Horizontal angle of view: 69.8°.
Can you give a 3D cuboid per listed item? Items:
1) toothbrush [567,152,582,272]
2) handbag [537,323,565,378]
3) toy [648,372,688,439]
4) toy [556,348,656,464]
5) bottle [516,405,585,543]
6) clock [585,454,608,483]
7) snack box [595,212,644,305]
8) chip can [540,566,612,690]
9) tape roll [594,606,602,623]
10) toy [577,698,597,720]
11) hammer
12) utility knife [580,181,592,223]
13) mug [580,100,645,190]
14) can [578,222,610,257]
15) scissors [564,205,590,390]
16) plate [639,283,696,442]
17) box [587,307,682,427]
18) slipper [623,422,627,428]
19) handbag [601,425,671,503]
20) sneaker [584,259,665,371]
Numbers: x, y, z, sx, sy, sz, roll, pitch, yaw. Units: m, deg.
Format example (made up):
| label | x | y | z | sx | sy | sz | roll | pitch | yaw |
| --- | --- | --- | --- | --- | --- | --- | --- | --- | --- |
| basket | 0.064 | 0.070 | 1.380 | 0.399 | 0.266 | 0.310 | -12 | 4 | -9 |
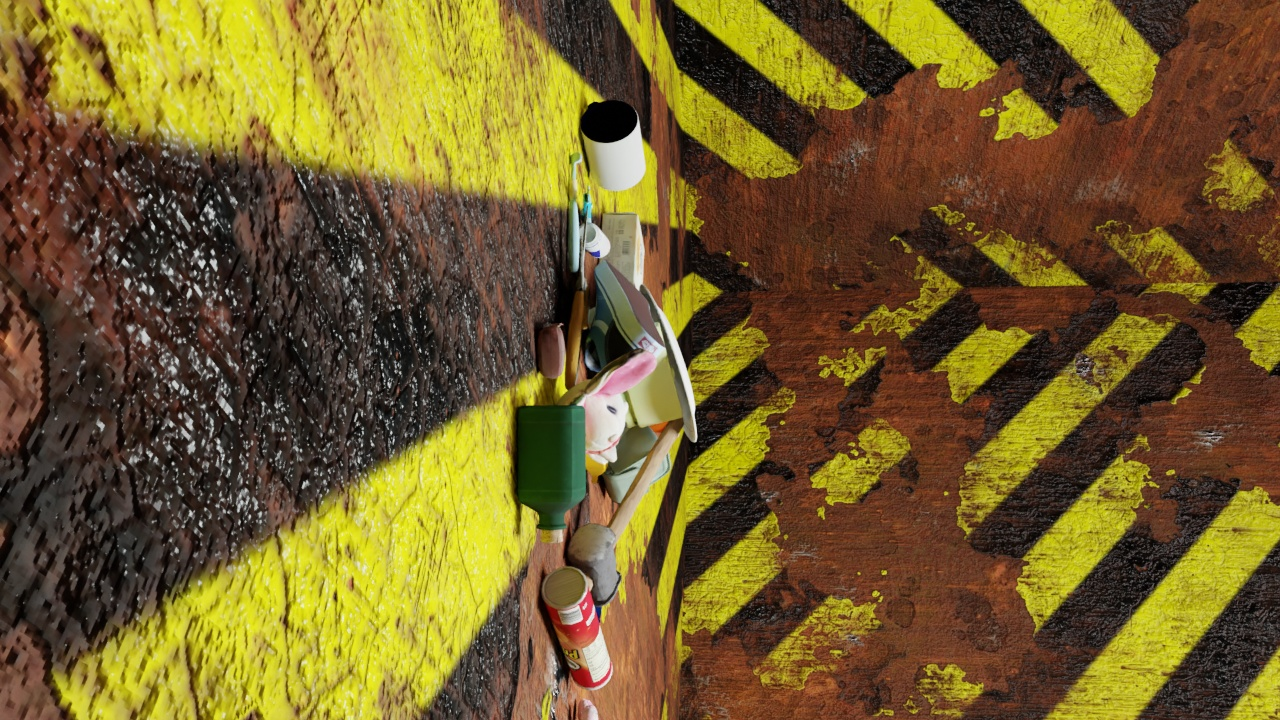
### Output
| label | x | y | z | sx | sy | sz | roll | pitch | yaw |
| --- | --- | --- | --- | --- | --- | --- | --- | --- | --- |
| toothbrush | -0.082 | -0.184 | 1.141 | 0.022 | 0.016 | 0.155 | -17 | -111 | 57 |
| handbag | -0.092 | -0.020 | 1.013 | 0.119 | 0.029 | 0.055 | -85 | 175 | -76 |
| toy | 0.026 | 0.053 | 1.632 | 0.092 | 0.164 | 0.173 | -29 | 130 | -31 |
| toy | -0.054 | 0.068 | 1.040 | 0.084 | 0.158 | 0.194 | 46 | -19 | 17 |
| bottle | -0.085 | 0.109 | 0.884 | 0.061 | 0.061 | 0.131 | 17 | 73 | -81 |
| clock | -0.055 | 0.096 | 1.251 | 0.099 | 0.044 | 0.130 | -73 | 168 | -69 |
| snack box | -0.031 | -0.111 | 1.402 | 0.104 | 0.057 | 0.207 | 78 | 14 | -62 |
| chip can | -0.070 | 0.309 | 1.047 | 0.215 | 0.052 | 0.051 | 82 | 10 | -48 |
| tape roll | -0.057 | 0.300 | 1.232 | 0.091 | 0.016 | 0.093 | 140 | -43 | -87 |
| toy | -0.062 | 0.477 | 1.133 | 0.063 | 0.047 | 0.110 | 107 | -20 | -84 |
| hammer | -0.008 | 0.179 | 1.225 | 0.327 | 0.052 | 0.098 | -57 | 150 | -45 |
| utility knife | -0.067 | -0.195 | 1.148 | 0.162 | 0.015 | 0.022 | 130 | -46 | -84 |
| mug | -0.044 | -0.307 | 1.270 | 0.112 | 0.078 | 0.097 | 61 | -8 | 29 |
| can | -0.063 | -0.160 | 1.227 | 0.095 | 0.032 | 0.032 | 22 | 67 | -83 |
| scissors | -0.072 | -0.070 | 1.104 | 0.230 | 0.016 | 0.225 | 98 | -3 | -81 |
| plate | 0.045 | 0.002 | 1.338 | 0.242 | 0.016 | 0.242 | 160 | -89 | -85 |
| box | -0.016 | 0.018 | 1.267 | 0.066 | 0.128 | 0.188 | -58 | 149 | -34 |
| slipper | -0.018 | 0.109 | 1.502 | 0.274 | 0.054 | 0.114 | 42 | 49 | -83 |
| handbag | -0.011 | 0.157 | 1.377 | 0.067 | 0.106 | 0.122 | 48 | -14 | 24 |
| sneaker | -0.042 | -0.048 | 1.144 | 0.083 | 0.098 | 0.241 | 43 | 13 | -26 |
